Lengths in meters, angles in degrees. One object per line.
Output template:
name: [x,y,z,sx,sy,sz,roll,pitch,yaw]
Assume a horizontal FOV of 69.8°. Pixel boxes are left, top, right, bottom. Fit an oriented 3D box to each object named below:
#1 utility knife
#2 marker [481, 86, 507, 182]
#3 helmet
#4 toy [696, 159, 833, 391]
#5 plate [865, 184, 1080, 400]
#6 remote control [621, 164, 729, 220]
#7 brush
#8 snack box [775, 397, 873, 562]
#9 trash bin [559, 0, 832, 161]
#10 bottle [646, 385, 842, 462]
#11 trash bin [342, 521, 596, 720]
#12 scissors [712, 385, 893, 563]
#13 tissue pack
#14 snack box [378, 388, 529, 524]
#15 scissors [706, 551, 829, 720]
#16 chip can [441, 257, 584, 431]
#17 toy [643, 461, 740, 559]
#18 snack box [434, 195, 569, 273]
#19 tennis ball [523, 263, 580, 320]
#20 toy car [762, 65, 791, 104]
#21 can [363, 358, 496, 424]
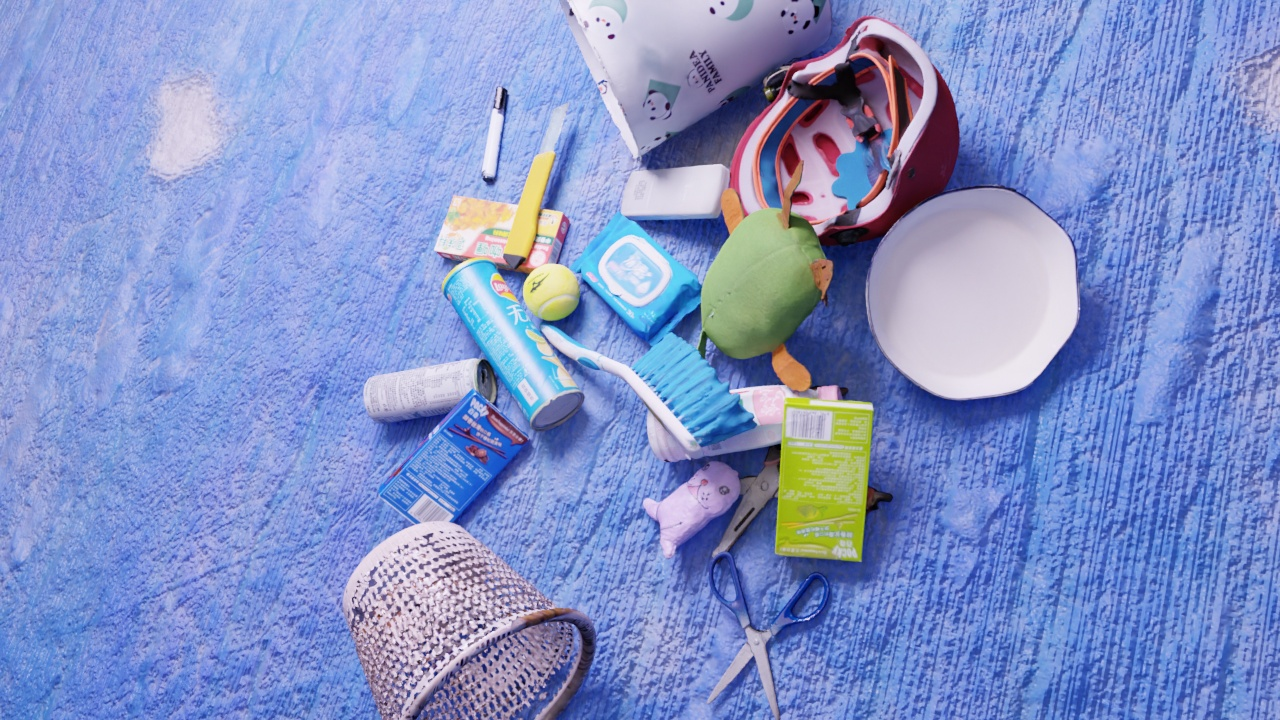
utility knife: [-0.121,-0.210,1.097,0.033,0.015,0.219,13,79,21]
marker: [-0.186,-0.289,1.168,0.018,0.022,0.130,3,74,12]
helmet: [0.224,-0.211,0.955,0.241,0.143,0.206,-32,57,38]
toy: [0.124,-0.076,0.913,0.089,0.247,0.226,-6,69,-24]
plate: [0.319,-0.065,0.894,0.205,0.045,0.205,0,97,1]
remote control: [0.037,-0.188,1.036,0.150,0.021,0.058,8,82,47]
brush: [-0.006,0.006,0.965,0.109,0.060,0.314,-39,42,-4]
snack box: [0.177,0.116,0.890,0.086,0.026,0.156,3,101,9]
trash bin: [0.058,-0.382,1.022,0.252,0.229,0.229,-26,68,1]
bottle: [0.108,0.061,0.941,0.197,0.068,0.068,-9,72,20]
trash bin: [-0.188,0.275,0.914,0.227,0.227,0.192,-49,55,-1]
scissors: [0.147,0.118,0.949,0.226,0.015,0.188,-1,73,18]
tissue pack: [-0.005,-0.095,1.038,0.095,0.052,0.157,-45,67,0]
snack box: [-0.208,0.116,1.027,0.157,0.026,0.084,-47,109,0]
scissors: [0.118,0.265,0.912,0.176,0.012,0.162,-37,76,1]
chip can: [-0.147,-0.021,1.051,0.071,0.071,0.210,-38,68,3]
toy: [0.056,0.145,0.946,0.108,0.039,0.083,-40,40,8]
snack box: [-0.169,-0.152,1.119,0.156,0.027,0.077,12,77,20]
tennis ball: [-0.102,-0.078,1.056,0.065,0.065,0.065,-5,73,16]
toy car: [0.164,-0.290,1.024,0.042,0.090,0.035,-28,49,10]
can: [-0.246,0.036,1.071,0.147,0.058,0.058,-10,72,14]
